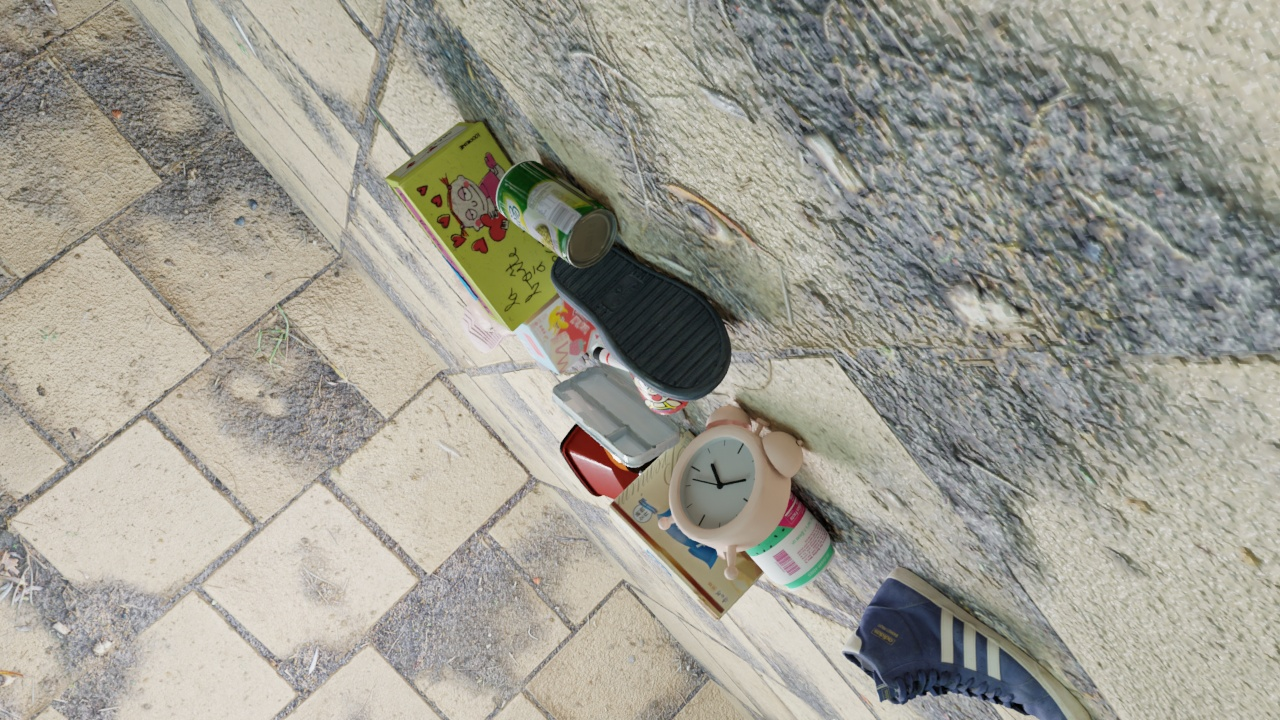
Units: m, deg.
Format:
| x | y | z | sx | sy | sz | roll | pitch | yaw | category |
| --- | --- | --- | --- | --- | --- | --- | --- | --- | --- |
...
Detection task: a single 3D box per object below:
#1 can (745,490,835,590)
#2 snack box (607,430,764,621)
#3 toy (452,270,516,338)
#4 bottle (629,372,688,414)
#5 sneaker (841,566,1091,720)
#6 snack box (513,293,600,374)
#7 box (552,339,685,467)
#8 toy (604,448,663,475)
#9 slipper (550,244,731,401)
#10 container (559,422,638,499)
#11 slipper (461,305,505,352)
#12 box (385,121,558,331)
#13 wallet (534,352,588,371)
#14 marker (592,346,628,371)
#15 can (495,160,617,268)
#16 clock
| x | y | z | sx | sy | sz | roll | pitch | yaw | category |
| --- | --- | --- | --- | --- | --- | --- | --- | --- | --- |
| 0.148 | 0.187 | 1.088 | 0.166 | 0.088 | 0.088 | 48 | 165 | -2 | can |
| 0.082 | 0.219 | 1.224 | 0.207 | 0.153 | 0.055 | 43 | 164 | 15 | snack box |
| -0.225 | -0.151 | 1.294 | 0.196 | 0.065 | 0.264 | 11 | 126 | 40 | toy |
| 0.013 | 0.000 | 1.046 | 0.062 | 0.062 | 0.137 | 34 | 161 | 41 | bottle |
| 0.314 | 0.327 | 0.927 | 0.233 | 0.118 | 0.091 | 39 | 163 | 29 | sneaker |
| -0.109 | -0.053 | 1.182 | 0.079 | 0.094 | 0.093 | 29 | 156 | 48 | snack box |
| -0.044 | 0.054 | 1.252 | 0.211 | 0.105 | 0.130 | 31 | 154 | 46 | box |
| -0.022 | 0.105 | 1.344 | 0.112 | 0.096 | 0.175 | 66 | -176 | -49 | toy |
| 0.006 | -0.037 | 0.931 | 0.263 | 0.101 | 0.082 | 43 | 173 | 40 | slipper |
| -0.061 | 0.144 | 1.504 | 0.201 | 0.126 | 0.148 | 22 | 151 | 45 | container |
| -0.223 | -0.088 | 1.457 | 0.094 | 0.064 | 0.240 | 48 | 148 | 4 | slipper |
| -0.180 | -0.156 | 1.077 | 0.083 | 0.124 | 0.221 | 27 | 153 | 58 | box |
| -0.141 | -0.036 | 1.381 | 0.092 | 0.018 | 0.116 | -8 | 128 | 32 | wallet |
| -0.007 | 0.007 | 1.170 | 0.146 | 0.019 | 0.019 | 19 | 149 | 44 | marker |
| -0.087 | -0.150 | 0.936 | 0.121 | 0.067 | 0.067 | 38 | 162 | 31 | can |
| 0.103 | 0.138 | 0.994 | 0.086 | 0.160 | 0.131 | 20 | -175 | -40 | clock |
